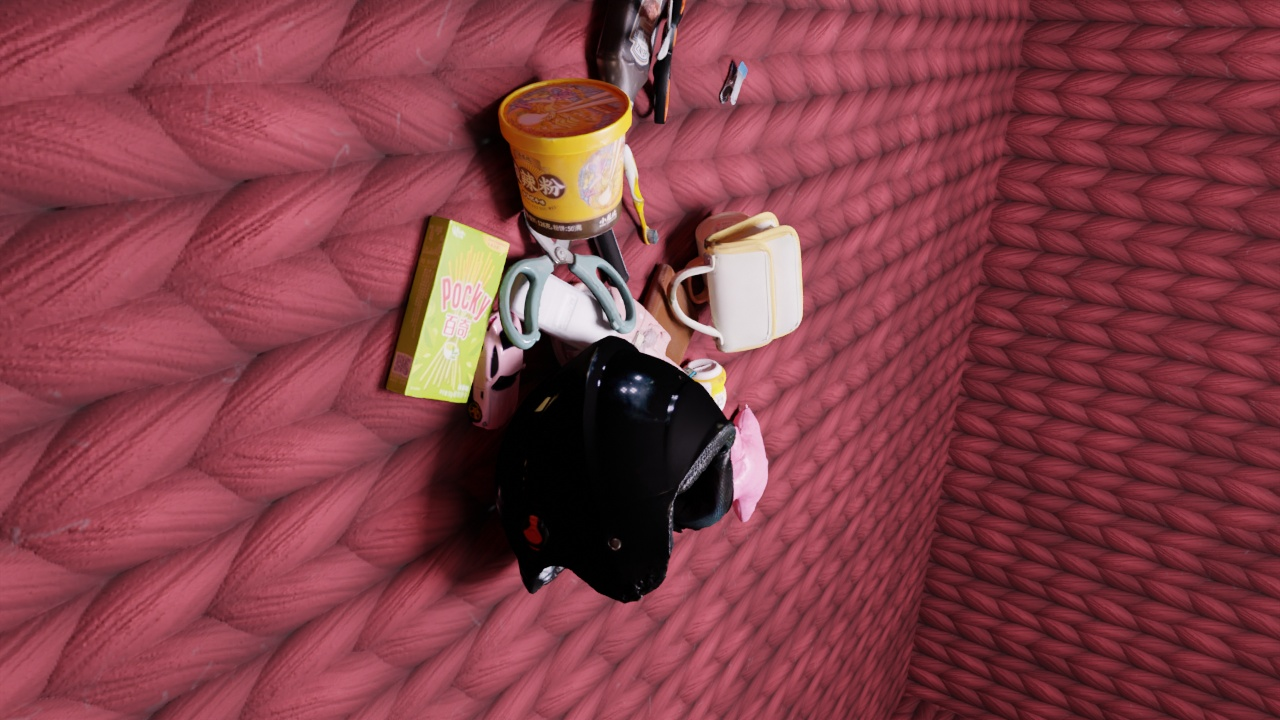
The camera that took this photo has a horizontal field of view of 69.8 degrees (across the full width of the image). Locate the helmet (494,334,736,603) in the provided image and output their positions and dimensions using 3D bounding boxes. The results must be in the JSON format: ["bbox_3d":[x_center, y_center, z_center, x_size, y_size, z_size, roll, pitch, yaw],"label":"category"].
[{"bbox_3d":[-0.034,0.114,0.927,0.275,0.230,0.233,-37,172,21],"label":"helmet"}]

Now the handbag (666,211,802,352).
[{"bbox_3d":[0.118,-0.083,1.149,0.178,0.063,0.163,-23,127,-19],"label":"handbag"}]

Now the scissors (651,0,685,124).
[{"bbox_3d":[0.027,-0.334,0.947,0.221,0.022,0.227,97,3,-57],"label":"scissors"}]

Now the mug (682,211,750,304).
[{"bbox_3d":[0.106,-0.125,1.210,0.114,0.081,0.106,-28,132,-14],"label":"mug"}]

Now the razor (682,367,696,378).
[{"bbox_3d":[0.062,0.074,1.227,0.043,0.028,0.133,-41,131,-38],"label":"razor"}]

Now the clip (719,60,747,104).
[{"bbox_3d":[0.119,-0.354,1.176,0.025,0.036,0.058,39,67,-60],"label":"clip"}]

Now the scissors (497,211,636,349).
[{"bbox_3d":[-0.069,-0.062,0.913,0.170,0.019,0.171,38,52,-31],"label":"scissors"}]

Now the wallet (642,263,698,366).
[{"bbox_3d":[0.032,-0.048,1.159,0.101,0.032,0.124,-65,150,-22],"label":"wallet"}]

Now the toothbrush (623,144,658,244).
[{"bbox_3d":[0.000,-0.178,1.015,0.191,0.018,0.016,70,37,-65],"label":"toothbrush"}]

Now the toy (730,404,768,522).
[{"bbox_3d":[0.160,0.158,1.432,0.194,0.075,0.178,34,63,-63],"label":"toy"}]

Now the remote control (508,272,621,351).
[{"bbox_3d":[-0.077,-0.049,0.940,0.136,0.020,0.055,27,78,-38],"label":"remote control"}]

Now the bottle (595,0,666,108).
[{"bbox_3d":[-0.018,-0.303,0.941,0.079,0.044,0.195,1,104,-67],"label":"bottle"}]

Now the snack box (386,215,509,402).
[{"bbox_3d":[-0.171,-0.043,0.820,0.085,0.026,0.156,16,89,-61],"label":"snack box"}]

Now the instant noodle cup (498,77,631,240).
[{"bbox_3d":[-0.066,-0.184,0.850,0.118,0.118,0.115,-48,149,-39],"label":"instant noodle cup"}]

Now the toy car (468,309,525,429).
[{"bbox_3d":[-0.138,0.010,0.891,0.056,0.037,0.122,-24,124,-52],"label":"toy car"}]

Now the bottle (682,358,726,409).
[{"bbox_3d":[0.086,0.054,1.262,0.063,0.063,0.108,-38,134,-46],"label":"bottle"}]

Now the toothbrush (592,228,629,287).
[{"bbox_3d":[-0.050,-0.161,0.968,0.026,0.027,0.213,-30,136,-10],"label":"toothbrush"}]

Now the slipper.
[{"bbox_3d":[-0.006,0.006,1.053,0.274,0.054,0.114,45,66,-44],"label":"slipper"}]
